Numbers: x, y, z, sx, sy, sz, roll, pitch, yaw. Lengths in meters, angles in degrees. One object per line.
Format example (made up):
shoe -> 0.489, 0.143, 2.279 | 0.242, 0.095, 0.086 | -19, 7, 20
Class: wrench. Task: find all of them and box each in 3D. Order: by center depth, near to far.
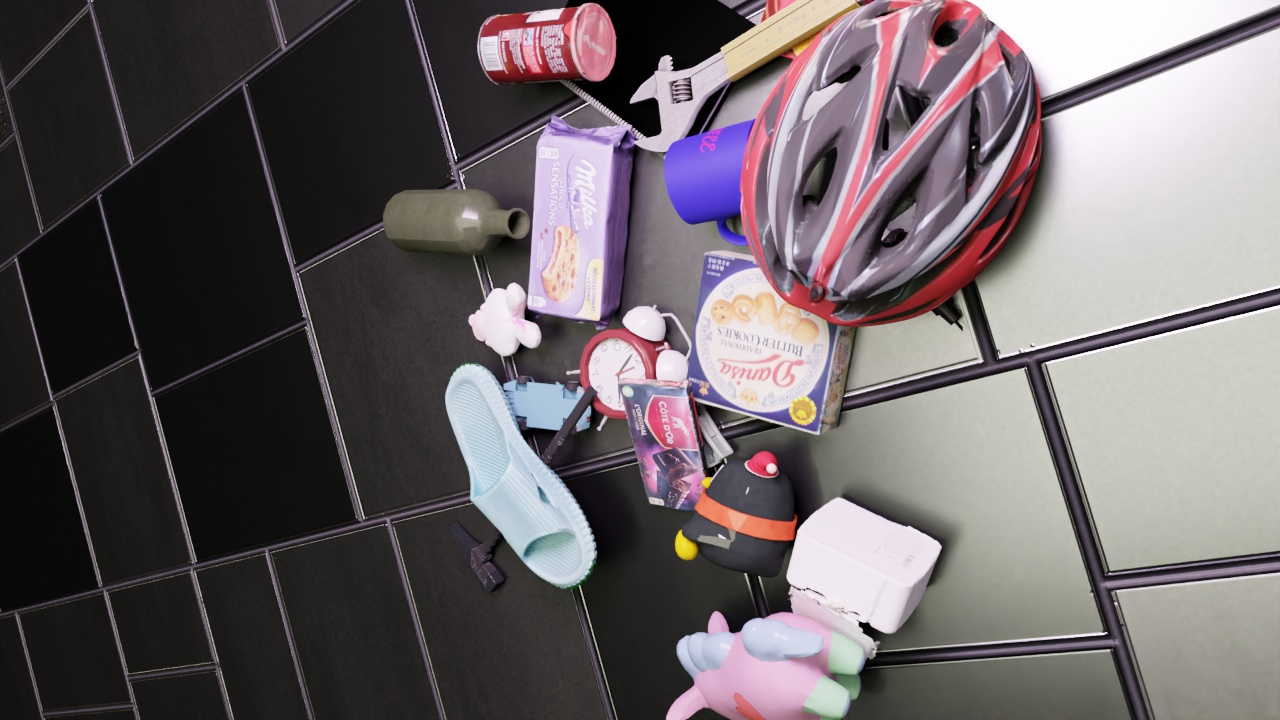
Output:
wrench -> 0.095, -0.269, 0.817 | 0.274, 0.018, 0.083 | -21, 86, 36

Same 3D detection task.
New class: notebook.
notebook -> 0.003, -0.306, 0.900 | 0.207, 0.016, 0.149 | 41, 115, 22

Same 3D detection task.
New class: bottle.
bottle -> -0.197, -0.150, 0.996 | 0.207, 0.071, 0.071 | 9, 102, 43

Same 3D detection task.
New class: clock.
clock -> -0.006, 0.005, 0.928 | 0.138, 0.048, 0.096 | -37, 77, 32

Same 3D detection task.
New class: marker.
marker -> 0.226, -0.081, 0.783 | 0.019, 0.019, 0.145 | -47, 72, 29

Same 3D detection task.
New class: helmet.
helmet -> 0.193, -0.159, 0.708 | 0.217, 0.167, 0.272 | 27, 91, 12

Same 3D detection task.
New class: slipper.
slipper -> -0.146, 0.126, 0.976 | 0.116, 0.069, 0.276 | -46, 70, 41

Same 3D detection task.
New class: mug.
mug -> 0.084, -0.156, 0.837 | 0.084, 0.079, 0.111 | -7, 118, 33

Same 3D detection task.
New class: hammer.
hammer -> -0.129, 0.134, 1.017 | 0.095, 0.015, 0.326 | 50, 128, 20

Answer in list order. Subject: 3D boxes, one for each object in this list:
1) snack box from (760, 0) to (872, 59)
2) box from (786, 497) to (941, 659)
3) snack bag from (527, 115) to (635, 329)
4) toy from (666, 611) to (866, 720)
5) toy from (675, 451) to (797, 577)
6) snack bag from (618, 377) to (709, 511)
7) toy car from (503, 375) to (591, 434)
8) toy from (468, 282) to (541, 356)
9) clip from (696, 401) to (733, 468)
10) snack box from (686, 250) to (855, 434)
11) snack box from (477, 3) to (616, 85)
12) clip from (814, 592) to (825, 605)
snack box -> 0.159, -0.324, 0.791 | 0.089, 0.021, 0.133 | 29, 112, 27
box -> 0.185, 0.208, 0.804 | 0.110, 0.102, 0.130 | 21, 116, 28
snack bag -> -0.059, -0.139, 0.936 | 0.096, 0.058, 0.205 | 13, 104, 29
toy -> 0.108, 0.277, 0.826 | 0.171, 0.119, 0.222 | 17, 146, 21
toy -> 0.099, 0.138, 0.854 | 0.100, 0.097, 0.119 | 18, 97, 30
snack bag -> 0.028, 0.084, 0.901 | 0.075, 0.018, 0.155 | 3, 122, 29
toy car -> -0.098, 0.048, 1.007 | 0.108, 0.027, 0.060 | 5, 99, 23
toy -> -0.151, -0.043, 1.020 | 0.126, 0.037, 0.076 | -12, 94, 54
clip -> 0.060, 0.067, 0.906 | 0.047, 0.023, 0.076 | -43, 73, 47
snack box -> 0.120, -0.019, 0.847 | 0.144, 0.042, 0.145 | 15, 104, 31
snack box -> -0.093, -0.310, 0.907 | 0.121, 0.072, 0.072 | 8, 101, 32
clip -> 0.171, 0.242, 0.863 | 0.047, 0.025, 0.062 | -15, 95, 38
